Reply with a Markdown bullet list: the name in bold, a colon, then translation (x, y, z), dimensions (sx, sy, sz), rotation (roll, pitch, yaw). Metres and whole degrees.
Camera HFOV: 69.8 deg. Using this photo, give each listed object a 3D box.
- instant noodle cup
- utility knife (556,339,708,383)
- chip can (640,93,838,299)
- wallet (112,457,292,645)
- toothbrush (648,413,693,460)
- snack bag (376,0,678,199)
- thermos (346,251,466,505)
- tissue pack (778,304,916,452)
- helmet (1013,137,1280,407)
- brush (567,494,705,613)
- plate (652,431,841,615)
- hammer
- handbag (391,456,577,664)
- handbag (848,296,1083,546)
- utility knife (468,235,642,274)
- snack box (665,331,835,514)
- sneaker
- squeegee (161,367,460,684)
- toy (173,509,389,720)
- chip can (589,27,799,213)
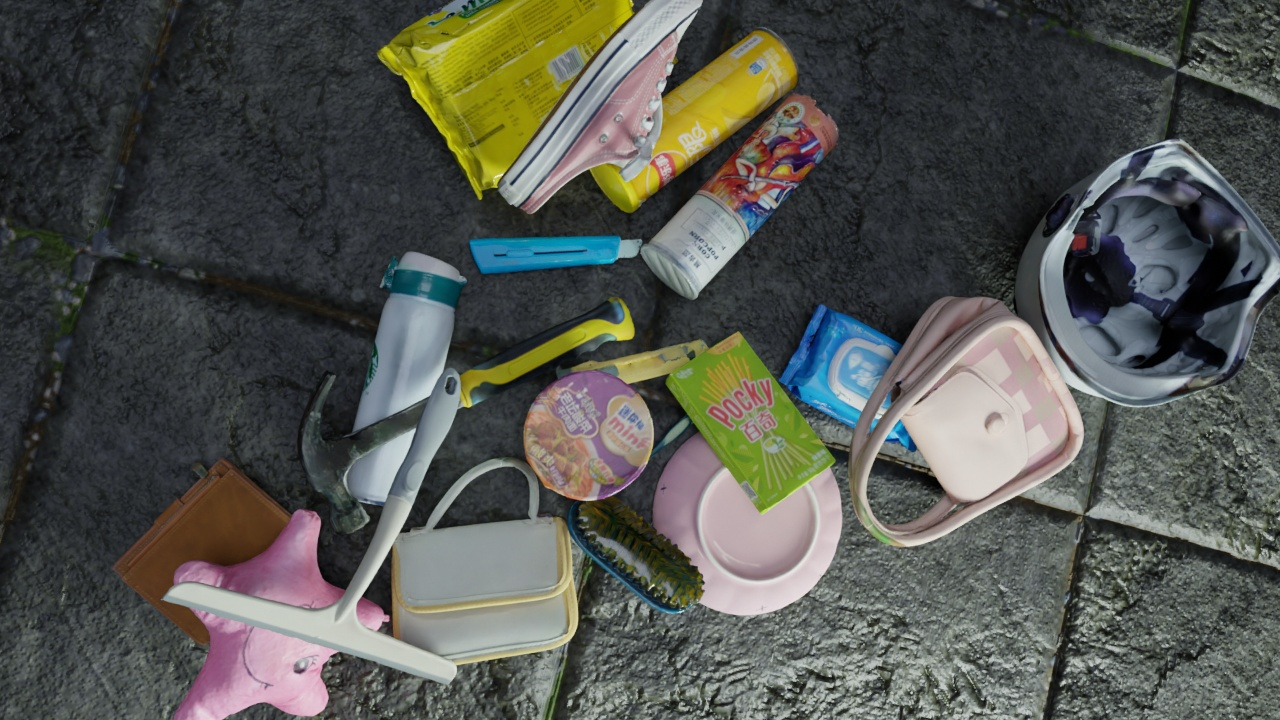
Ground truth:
- **instant noodle cup**: translation (-0.051, 0.069, 0.828), dimensions (0.111, 0.099, 0.111), rotation (1, 83, -8)
- **utility knife**: translation (-0.005, 0.005, 0.887), dimensions (0.151, 0.018, 0.031), rotation (-14, 95, -15)
- **chip can**: translation (0.097, -0.159, 0.884), dimensions (0.071, 0.071, 0.214), rotation (44, 80, -5)
- **wallet**: translation (-0.378, 0.162, 0.802), dimensions (0.119, 0.035, 0.130), rotation (44, 81, -7)
- **toothbrush**: translation (0.040, 0.062, 0.891), dimensions (0.191, 0.018, 0.016), rotation (-41, 94, -12)
- **snack bag**: translation (-0.092, -0.270, 0.828), dimensions (0.246, 0.068, 0.158), rotation (-37, 122, -11)
- **thermos**: translation (-0.215, 0.015, 0.822), dimensions (0.073, 0.073, 0.224), rotation (13, 84, -9)
- **tissue pack**: translation (0.223, 0.019, 0.904), dimensions (0.157, 0.052, 0.095), rotation (28, 83, -7)
- **helmet**: translation (0.470, -0.075, 0.904), dimensions (0.229, 0.146, 0.258), rotation (41, 84, -5)
- **brush**: translation (-0.009, 0.180, 0.845), dimensions (0.144, 0.074, 0.055), rotation (39, 60, -3)
- **plate**: translation (0.108, 0.151, 0.884), dimensions (0.192, 0.039, 0.192), rotation (1, 87, -10)
- **hammer**: translation (-0.143, 0.019, 0.806), dimensions (0.322, 0.032, 0.126), rotation (-28, 105, -27)
- **handbag**: translation (-0.143, 0.179, 0.832), dimensions (0.163, 0.063, 0.178), rotation (-4, 84, -12)
- **handbag**: translation (0.289, 0.074, 0.867), dimensions (0.234, 0.093, 0.193), rotation (-42, 116, -7)
- **utility knife**: translation (-0.079, -0.104, 0.877), dimensions (0.166, 0.018, 0.034), rotation (-5, 87, -11)
- **snack box**: translation (0.102, 0.057, 0.864), dimensions (0.085, 0.026, 0.156), rotation (-31, 76, -19)
- **sneaker**: translation (-0.019, -0.214, 0.787), dimensions (0.088, 0.118, 0.241), rotation (38, 95, -17)
- **squeegee**: translation (-0.198, 0.119, 0.735), dimensions (0.246, 0.039, 0.246), rotation (31, 78, -31)
- **toy**: translation (-0.303, 0.221, 0.785), dimensions (0.178, 0.075, 0.195), rotation (0, 101, -35)
- **chip can**: translation (0.050, -0.231, 0.879), dimensions (0.213, 0.072, 0.072), rotation (-39, 94, -10)
